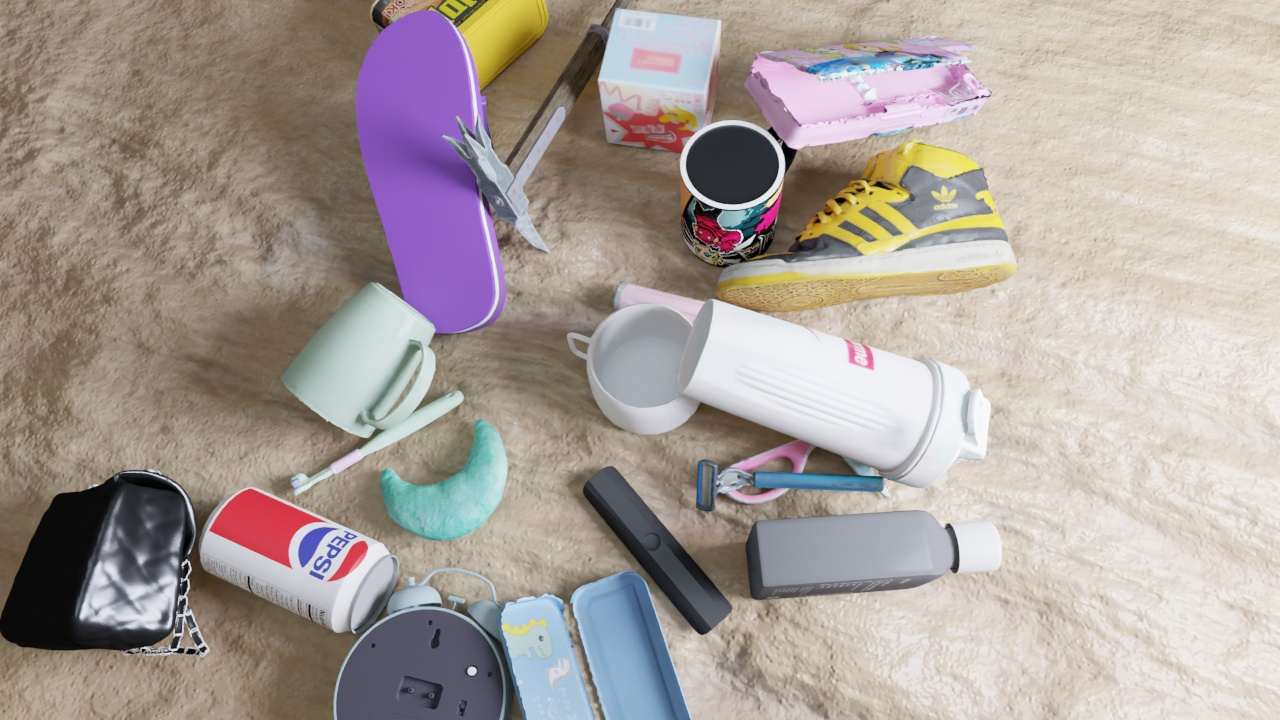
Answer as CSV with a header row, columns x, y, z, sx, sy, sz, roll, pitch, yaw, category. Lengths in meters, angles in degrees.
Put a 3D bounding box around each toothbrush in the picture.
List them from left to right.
x,y,z,sx,sy,sz,roll,pitch,yaw,category
-0.213,0.066,0.747,0.154,0.015,0.022,-29,40,-7,toothbrush
0.084,-0.027,0.741,0.223,0.027,0.026,15,77,17,toothbrush

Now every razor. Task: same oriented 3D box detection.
x,y,z,sx,sy,sz,roll,pitch,yaw,category
0.114,0.093,0.701,0.144,0.022,0.042,1,111,-3,razor

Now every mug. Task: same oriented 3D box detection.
x,y,z,sx,sy,sz,roll,pitch,yaw,category
-0.207,0.004,0.718,0.111,0.084,0.104,36,86,34,mug
-0.004,0.004,0.727,0.115,0.068,0.094,20,72,11,mug
0.087,-0.147,0.762,0.118,0.098,0.082,-43,73,-12,mug

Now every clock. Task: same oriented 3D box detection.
x,y,z,sx,sy,sz,roll,pitch,yaw,category
-0.151,0.231,0.665,0.122,0.045,0.159,11,70,8,clock

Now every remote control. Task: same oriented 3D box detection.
x,y,z,sx,sy,sz,roll,pitch,yaw,category
0.012,0.143,0.702,0.033,0.015,0.147,-39,72,-10,remote control

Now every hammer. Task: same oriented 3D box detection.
x,y,z,sx,sy,sz,roll,pitch,yaw,category
-0.056,-0.249,0.819,0.028,0.147,0.316,6,56,31,hammer

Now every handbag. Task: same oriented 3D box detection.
x,y,z,sx,sy,sz,roll,pitch,yaw,category
-0.377,0.150,0.675,0.154,0.114,0.125,-18,61,42,handbag

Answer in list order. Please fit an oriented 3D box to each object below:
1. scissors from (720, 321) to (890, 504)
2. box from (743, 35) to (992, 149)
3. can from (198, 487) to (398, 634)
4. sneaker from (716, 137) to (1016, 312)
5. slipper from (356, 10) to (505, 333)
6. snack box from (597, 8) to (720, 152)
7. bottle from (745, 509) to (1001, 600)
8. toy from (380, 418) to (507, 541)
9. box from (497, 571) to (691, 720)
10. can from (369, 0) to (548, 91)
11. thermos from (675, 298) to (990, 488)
x,y,z,sx,sy,sz,roll,pitch,yaw,category
0.131,0.044,0.733,0.170,0.013,0.176,-23,70,-5,scissors
0.199,-0.239,0.758,0.229,0.071,0.084,-16,65,-30,box
-0.256,0.150,0.688,0.132,0.070,0.070,21,72,11,can
0.177,-0.112,0.748,0.238,0.086,0.122,-5,75,-2,sneaker
-0.167,-0.154,0.798,0.107,0.084,0.266,-12,88,15,slipper
0.018,-0.242,0.805,0.093,0.095,0.079,9,71,7,snack box
0.166,0.139,0.658,0.174,0.084,0.046,-4,69,1,bottle
-0.149,0.100,0.722,0.105,0.033,0.085,-29,59,-6,toy
-0.023,0.261,0.648,0.124,0.043,0.209,-12,68,-21,box
-0.170,-0.322,0.860,0.101,0.072,0.130,39,76,19,can
0.140,0.025,0.662,0.220,0.099,0.099,18,70,-9,thermos
